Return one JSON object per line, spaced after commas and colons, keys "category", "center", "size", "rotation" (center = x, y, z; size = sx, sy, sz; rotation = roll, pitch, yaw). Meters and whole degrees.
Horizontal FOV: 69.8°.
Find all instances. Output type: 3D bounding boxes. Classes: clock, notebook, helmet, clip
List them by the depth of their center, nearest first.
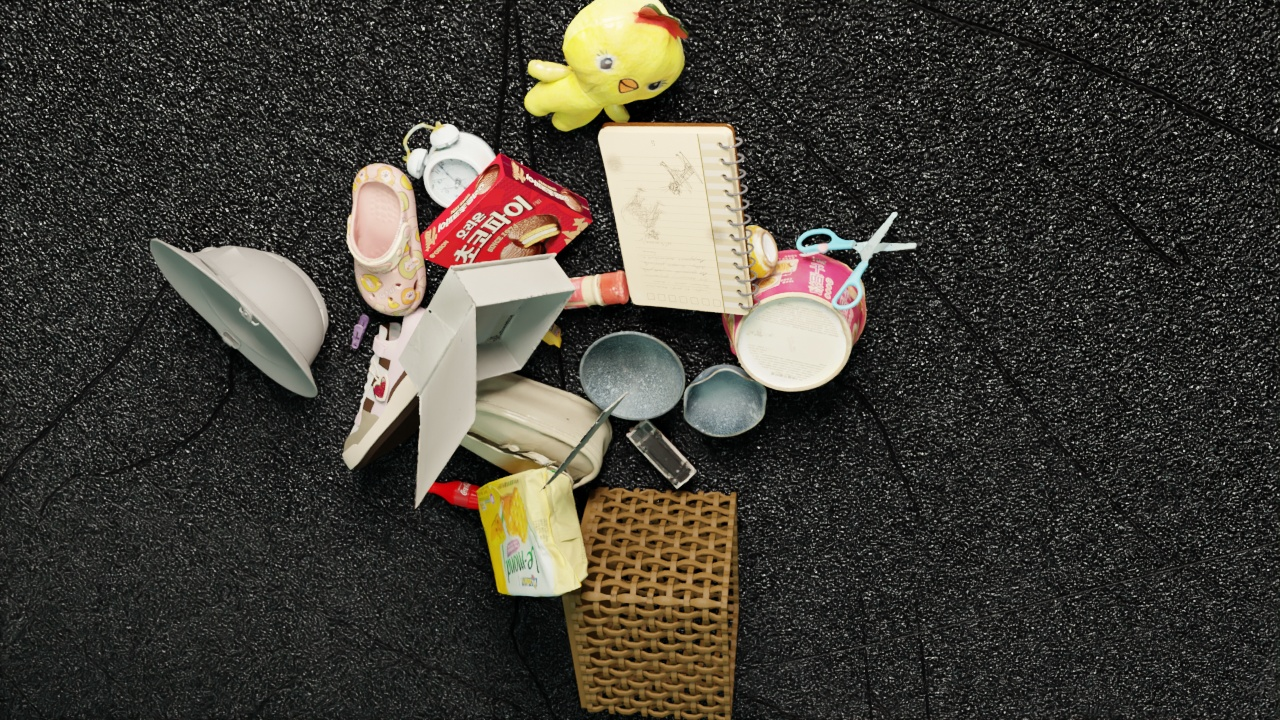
{"category": "notebook", "center": [0.046, -0.155, 1.030], "size": [0.168, 0.024, 0.226], "rotation": [8, 129, 27]}
{"category": "clock", "center": [-0.221, -0.228, 1.068], "size": [0.117, 0.057, 0.083], "rotation": [39, 122, -24]}
{"category": "helmet", "center": [-0.487, -0.083, 1.189], "size": [0.271, 0.117, 0.184], "rotation": [48, 150, -15]}
{"category": "clip", "center": [-0.384, -0.037, 1.251], "size": [0.013, 0.032, 0.051], "rotation": [23, 127, -8]}

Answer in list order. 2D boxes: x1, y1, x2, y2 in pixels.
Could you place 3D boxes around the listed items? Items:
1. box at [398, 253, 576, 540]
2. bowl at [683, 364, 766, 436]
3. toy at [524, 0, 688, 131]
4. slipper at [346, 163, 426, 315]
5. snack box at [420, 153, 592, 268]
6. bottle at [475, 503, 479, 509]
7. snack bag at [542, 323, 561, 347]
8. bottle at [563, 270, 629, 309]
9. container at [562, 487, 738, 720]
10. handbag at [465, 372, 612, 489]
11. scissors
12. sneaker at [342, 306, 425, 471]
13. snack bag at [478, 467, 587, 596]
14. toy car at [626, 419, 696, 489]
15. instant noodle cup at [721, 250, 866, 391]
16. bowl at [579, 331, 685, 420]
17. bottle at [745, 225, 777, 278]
{"category": "box", "center": [-0.177, 0.018, 1.024], "size": [0.164, 0.329, 0.168], "rotation": [21, 130, -21]}
{"category": "bowl", "center": [0.109, 0.044, 1.197], "size": [0.110, 0.055, 0.110], "rotation": [0, 126, 0]}
{"category": "toy", "center": [-0.037, -0.310, 0.963], "size": [0.133, 0.092, 0.208], "rotation": [15, 141, -42]}
{"category": "slipper", "center": [-0.323, -0.140, 1.128], "size": [0.093, 0.081, 0.198], "rotation": [8, 117, 10]}
{"category": "snack box", "center": [-0.158, -0.156, 1.084], "size": [0.152, 0.035, 0.132], "rotation": [-38, 141, 29]}
{"category": "bottle", "center": [-0.265, 0.204, 1.388], "size": [0.119, 0.036, 0.036], "rotation": [13, 125, 2]}
{"category": "snack bag", "center": [-0.139, -0.054, 1.194], "size": [0.099, 0.026, 0.020], "rotation": [41, 121, -16]}
{"category": "bottle", "center": [-0.070, -0.086, 1.150], "size": [0.109, 0.044, 0.044], "rotation": [-5, 123, 14]}
{"category": "container", "center": [0.027, 0.348, 1.323], "size": [0.214, 0.219, 0.252], "rotation": [1, 124, 9]}
{"category": "handbag", "center": [-0.174, 0.118, 1.266], "size": [0.229, 0.131, 0.185], "rotation": [34, 130, -11]}
{"category": "scissors", "center": [0.245, -0.112, 1.050], "size": [0.135, 0.129, 0.015], "rotation": [-2, 163, 24]}
{"category": "sneaker", "center": [-0.348, 0.036, 1.260], "size": [0.116, 0.111, 0.295], "rotation": [48, 123, 4]}
{"category": "snack bag", "center": [-0.146, 0.229, 1.225], "size": [0.248, 0.068, 0.159], "rotation": [-24, 79, 60]}
{"category": "toy car", "center": [0.028, 0.127, 1.283], "size": [0.039, 0.039, 0.113], "rotation": [-41, 112, 3]}
{"category": "instant noodle cup", "center": [0.185, -0.038, 1.116], "size": [0.179, 0.077, 0.179], "rotation": [5, 125, 7]}
{"category": "bowl", "center": [-0.007, 0.007, 1.194], "size": [0.137, 0.057, 0.137], "rotation": [5, 125, 7]}
{"category": "bottle", "center": [0.105, -0.118, 1.086], "size": [0.109, 0.062, 0.063], "rotation": [-16, 121, 34]}
